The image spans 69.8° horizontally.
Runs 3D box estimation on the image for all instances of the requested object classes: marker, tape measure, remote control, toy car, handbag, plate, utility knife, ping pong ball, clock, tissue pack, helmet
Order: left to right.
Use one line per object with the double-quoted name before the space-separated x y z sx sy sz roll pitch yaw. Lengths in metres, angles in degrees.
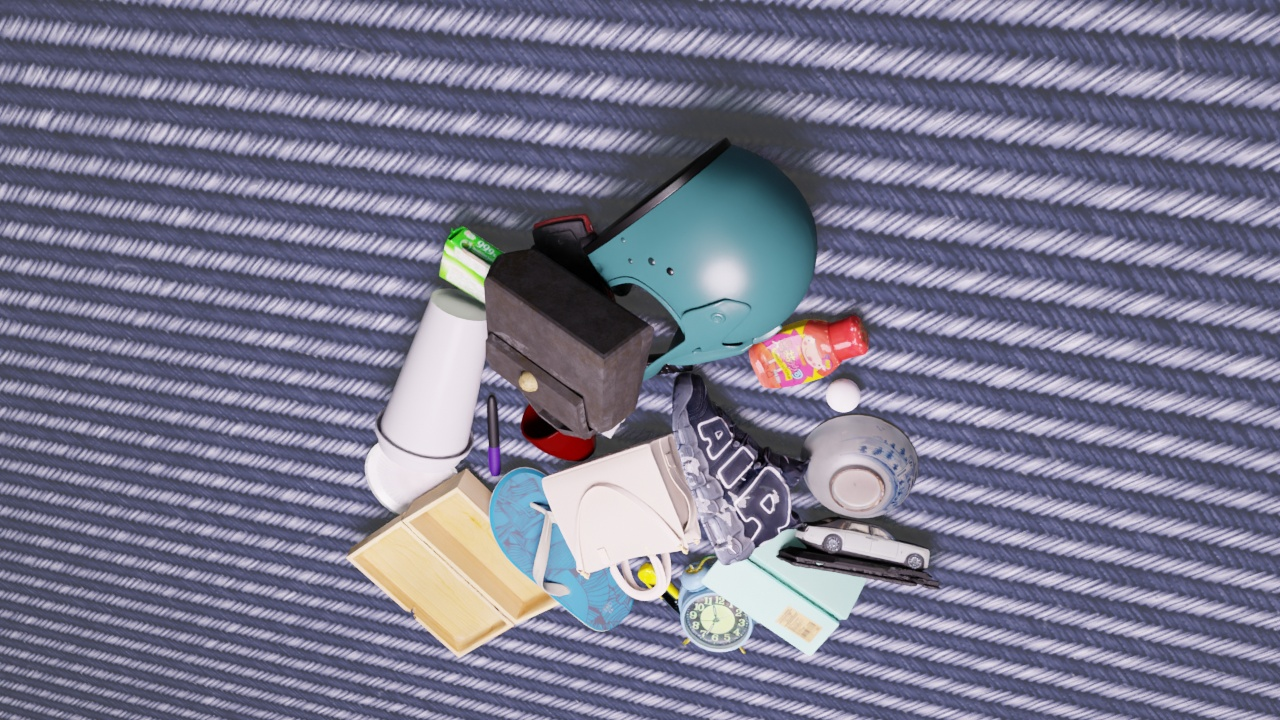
"plate" -0.331 0.176 1.350 0.157 0.014 0.157 7 120 12
"tissue pack" -0.190 -0.107 1.115 0.114 0.034 0.100 34 152 -4
"marker" -0.205 0.105 1.274 0.018 0.015 0.134 26 127 34
"handbag" -0.098 0.006 1.046 0.197 0.102 0.200 34 143 25
"toy car" -0.073 -0.081 1.106 0.082 0.056 0.189 -8 112 20
"tape measure" -0.024 0.062 1.172 0.020 0.062 0.060 30 128 -3
"handbag" -0.012 0.217 1.202 0.195 0.101 0.198 -21 86 28
"remote control" -0.007 0.007 1.152 0.141 0.021 0.045 -7 159 18
"utility knife" 0.060 0.360 1.346 0.029 0.020 0.172 -35 106 31
"helmet" 0.069 -0.095 0.995 0.276 0.175 0.200 -30 103 41
"clock" 0.110 0.336 1.288 0.118 0.060 0.162 3 113 9
"ping pong ball" 0.243 0.042 1.097 0.040 0.040 0.040 7 121 12
"toy car" 0.280 0.241 1.171 0.191 0.094 0.071 12 84 -4

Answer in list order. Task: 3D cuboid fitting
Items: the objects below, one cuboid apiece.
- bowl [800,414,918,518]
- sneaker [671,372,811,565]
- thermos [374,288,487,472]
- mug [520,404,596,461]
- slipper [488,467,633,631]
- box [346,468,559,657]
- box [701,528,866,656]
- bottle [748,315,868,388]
"bowl" 0.270 0.145 1.140 0.151 0.056 0.151 7 120 12
"sneaker" 0.131 0.122 1.137 0.151 0.097 0.252 -18 99 8
"thermos" -0.258 0.024 1.186 0.131 0.131 0.222 23 115 2
"mug" -0.107 0.092 1.211 0.114 0.087 0.088 8 148 42
"slipper" -0.109 0.281 1.296 0.118 0.060 0.295 -39 110 -6
"box" -0.266 0.311 1.368 0.254 0.068 0.247 -35 109 19
"box" 0.192 0.295 1.225 0.187 0.052 0.138 34 84 -4
"bottle" 0.198 -0.013 1.074 0.134 0.048 0.071 -18 111 23
